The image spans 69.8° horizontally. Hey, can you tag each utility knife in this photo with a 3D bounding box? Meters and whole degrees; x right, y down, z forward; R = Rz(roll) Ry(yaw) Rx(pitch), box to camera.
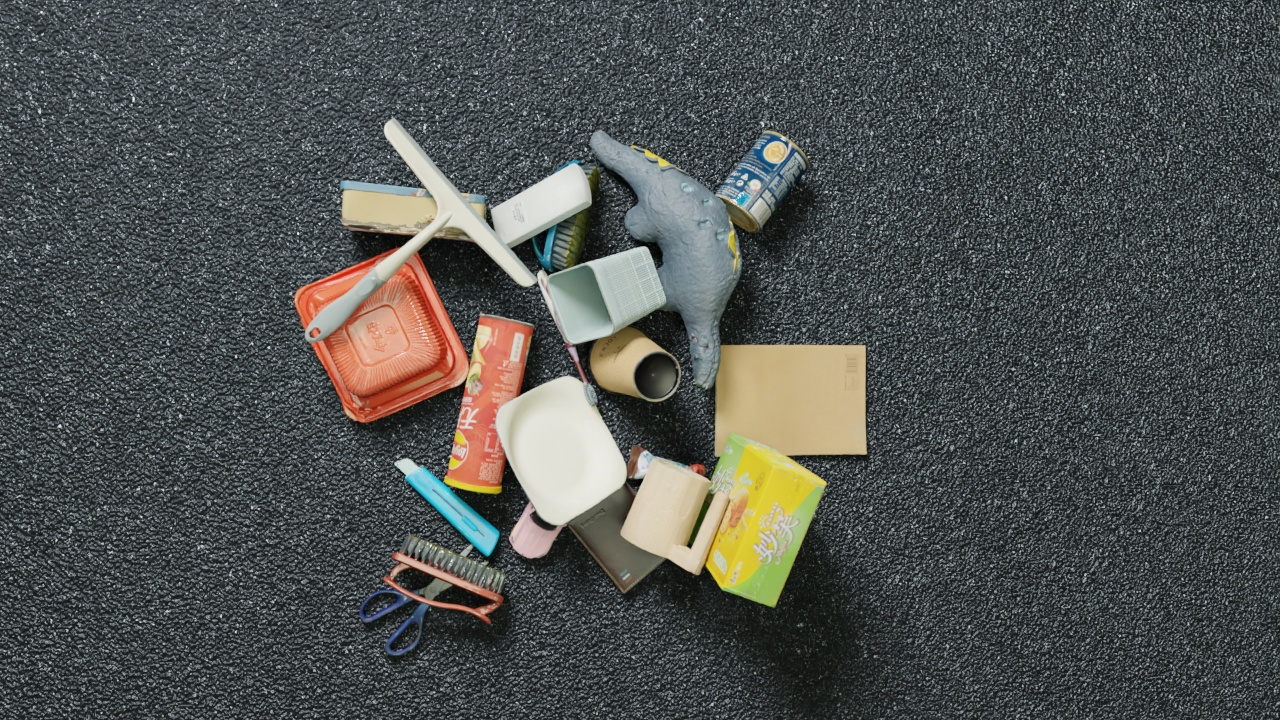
[{"bbox_3d":[-0.243,0.180,1.155,0.166,0.018,0.034,44,84,-7],"label":"utility knife"}]

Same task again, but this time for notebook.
[{"bbox_3d":[0.204,0.053,1.232,0.211,0.012,0.149,0,91,-10],"label":"notebook"}]

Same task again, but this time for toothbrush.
[{"bbox_3d":[-0.092,-0.028,1.169,0.016,0.017,0.187,-22,91,-12],"label":"toothbrush"}]

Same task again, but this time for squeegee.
[{"bbox_3d":[-0.289,-0.104,1.045,0.246,0.039,0.246,-42,101,-4],"label":"squeegee"}]

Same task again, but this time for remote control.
[{"bbox_3d":[-0.122,-0.188,1.125,0.135,0.019,0.056,-24,71,23],"label":"remote control"}]

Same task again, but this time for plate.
[{"bbox_3d":[-0.103,0.112,1.139,0.163,0.034,0.163,-26,88,-45],"label":"plate"}]

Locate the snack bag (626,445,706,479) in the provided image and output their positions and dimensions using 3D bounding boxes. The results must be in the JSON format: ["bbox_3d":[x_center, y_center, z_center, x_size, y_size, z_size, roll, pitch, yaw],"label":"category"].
[{"bbox_3d":[0.033,0.145,1.197,0.105,0.026,0.045,17,92,-8],"label":"snack bag"}]

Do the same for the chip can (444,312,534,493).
[{"bbox_3d":[-0.186,0.053,1.134,0.073,0.073,0.216,12,90,-10],"label":"chip can"}]

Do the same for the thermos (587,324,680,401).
[{"bbox_3d":[-0.007,0.007,1.135,0.093,0.143,0.093,-4,101,-20],"label":"thermos"}]

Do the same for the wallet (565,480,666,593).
[{"bbox_3d":[-0.024,0.227,1.194,0.096,0.020,0.122,-39,95,-7],"label":"wallet"}]

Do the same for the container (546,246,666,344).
[{"bbox_3d":[-0.037,-0.084,1.127,0.111,0.090,0.090,-27,101,-43],"label":"container"}]

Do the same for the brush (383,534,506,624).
[{"bbox_3d":[-0.237,0.271,1.126,0.146,0.063,0.069,26,72,-12],"label":"brush"}]

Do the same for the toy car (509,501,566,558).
[{"bbox_3d":[-0.119,0.196,1.168,0.056,0.037,0.122,31,87,-8],"label":"toy car"}]

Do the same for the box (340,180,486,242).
[{"bbox_3d":[-0.278,-0.178,1.104,0.184,0.090,0.059,6,94,-13],"label":"box"}]

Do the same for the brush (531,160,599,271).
[{"bbox_3d":[-0.100,-0.182,1.154,0.073,0.055,0.144,14,89,14],"label":"brush"}]

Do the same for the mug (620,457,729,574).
[{"bbox_3d":[0.045,0.190,1.130,0.084,0.125,0.103,21,91,-46],"label":"mug"}]

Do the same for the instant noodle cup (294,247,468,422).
[{"bbox_3d":[-0.312,-0.029,1.107,0.164,0.079,0.189,-26,98,-7],"label":"instant noodle cup"}]

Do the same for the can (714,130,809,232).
[{"bbox_3d":[0.154,-0.229,1.184,0.075,0.075,0.111,39,85,-9],"label":"can"}]

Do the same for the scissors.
[{"bbox_3d":[-0.267,0.304,1.157,0.169,0.012,0.146,-4,90,-11],"label":"scissors"}]

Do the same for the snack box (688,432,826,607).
[{"bbox_3d":[0.134,0.186,1.116,0.070,0.210,0.157,22,92,-10],"label":"snack box"}]

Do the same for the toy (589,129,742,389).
[{"bbox_3d":[0.055,-0.141,1.162,0.138,0.091,0.356,-21,91,6],"label":"toy"}]
